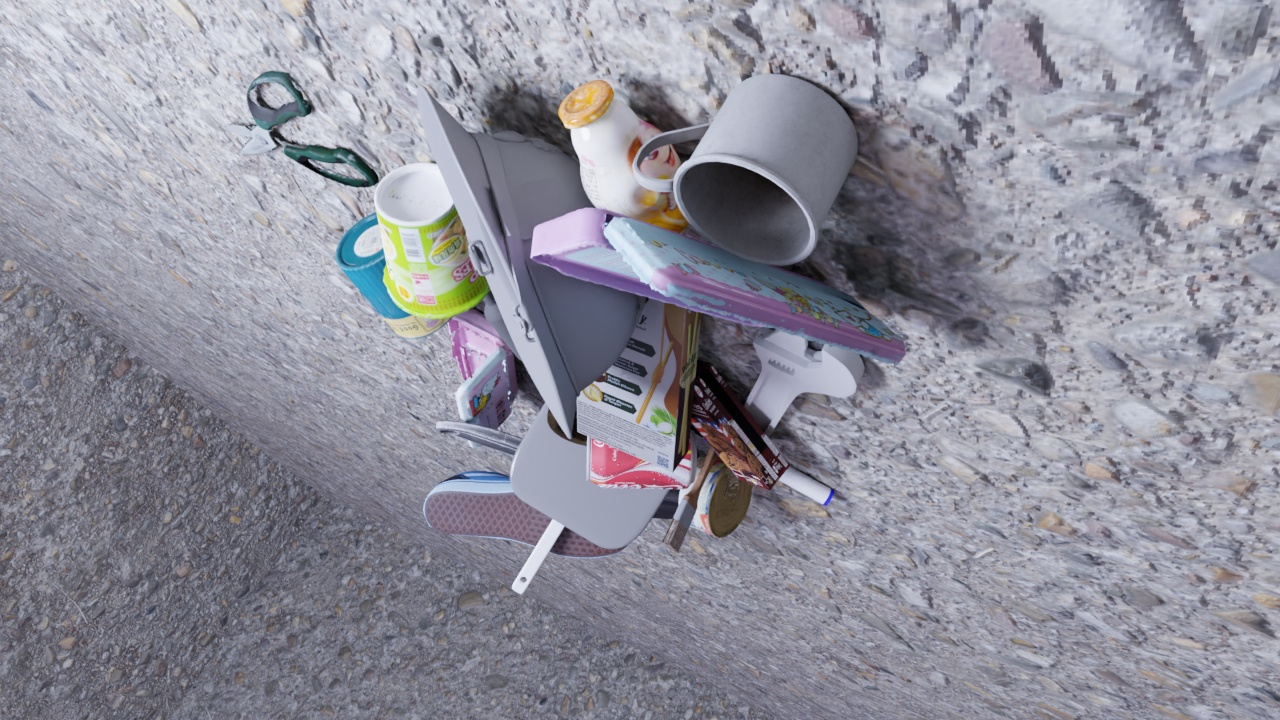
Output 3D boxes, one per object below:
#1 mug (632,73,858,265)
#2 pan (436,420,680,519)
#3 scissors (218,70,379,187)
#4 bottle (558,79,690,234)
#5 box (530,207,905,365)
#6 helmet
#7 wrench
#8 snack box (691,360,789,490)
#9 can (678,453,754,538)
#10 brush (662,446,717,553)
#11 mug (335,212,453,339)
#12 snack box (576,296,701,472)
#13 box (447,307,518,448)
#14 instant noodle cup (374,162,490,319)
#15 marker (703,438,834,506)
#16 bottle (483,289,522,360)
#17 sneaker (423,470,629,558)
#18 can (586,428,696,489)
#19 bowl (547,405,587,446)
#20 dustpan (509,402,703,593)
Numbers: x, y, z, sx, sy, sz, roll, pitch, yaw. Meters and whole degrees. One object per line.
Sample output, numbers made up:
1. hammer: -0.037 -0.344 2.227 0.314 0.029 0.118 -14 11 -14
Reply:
1. mug: 0.057 -0.109 0.507 0.113 0.070 0.084 24 157 15
2. pan: -0.066 0.131 1.072 0.356 0.055 0.188 14 160 -19
3. scissors: -0.323 -0.196 0.863 0.146 0.015 0.210 41 155 -29
4. bottle: -0.009 -0.121 0.571 0.063 0.063 0.109 11 151 39
5. box: 0.053 -0.045 0.565 0.214 0.049 0.150 13 -172 -38
6. helmet: -0.055 -0.081 0.657 0.183 0.117 0.271 46 158 60
7. wrench: 0.125 0.034 0.801 0.087 0.018 0.274 27 159 8
8. snack box: 0.078 0.059 0.853 0.141 0.031 0.051 51 161 -26
9. can: 0.083 0.146 0.996 0.043 0.086 0.086 14 153 38
10. brush: 0.058 0.116 0.887 0.008 0.143 0.045 20 165 22
11. mug: -0.223 -0.089 0.902 0.114 0.083 0.107 -12 138 18
12. snack box: -0.005 0.005 0.787 0.101 0.031 0.186 21 134 21
13. box: -0.195 0.029 1.068 0.087 0.102 0.202 25 157 6
14. instant noodle cup: -0.180 -0.106 0.786 0.099 0.098 0.108 24 149 15
15. marker: 0.131 0.108 0.943 0.141 0.020 0.020 29 158 3
16. bottle: -0.139 -0.043 0.940 0.030 0.030 0.113 15 154 32
17. sneaker: -0.123 0.165 1.069 0.241 0.083 0.098 6 -165 7
18. can: 0.000 0.094 0.903 0.105 0.064 0.064 1 157 -4
19. bowl: -0.033 0.036 0.925 0.121 0.056 0.121 -1 148 -1
20. dustpan: -0.069 0.146 0.995 0.163 0.257 0.033 31 -177 -3
